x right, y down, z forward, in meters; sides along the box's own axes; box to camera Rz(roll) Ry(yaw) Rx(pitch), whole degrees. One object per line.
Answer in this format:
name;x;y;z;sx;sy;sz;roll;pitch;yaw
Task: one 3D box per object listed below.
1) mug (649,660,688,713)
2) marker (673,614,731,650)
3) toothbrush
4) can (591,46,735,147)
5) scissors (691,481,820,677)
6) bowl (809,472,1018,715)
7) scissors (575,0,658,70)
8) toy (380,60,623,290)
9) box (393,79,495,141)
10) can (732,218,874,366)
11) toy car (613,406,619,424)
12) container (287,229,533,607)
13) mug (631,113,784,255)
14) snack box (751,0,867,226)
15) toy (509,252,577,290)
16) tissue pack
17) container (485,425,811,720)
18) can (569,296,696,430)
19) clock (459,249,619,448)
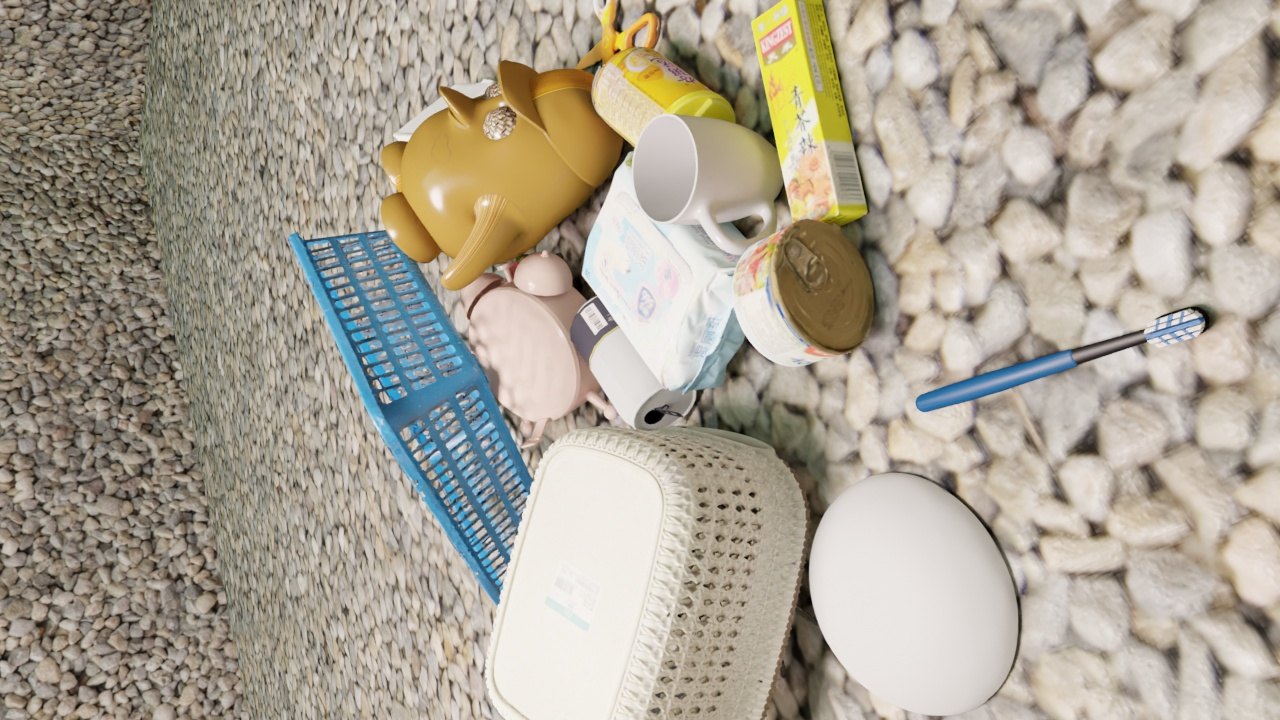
mug;-0.025;0.294;0.778;0.124;0.103;0.084;3;97;55
marker;0.049;0.215;0.721;0.126;0.025;0.025;-15;83;62
toothbrush;0.211;0.004;0.484;0.168;0.014;0.014;-27;84;52
can;0.016;-0.185;0.684;0.105;0.067;0.068;49;132;40
scissors;0.077;0.159;0.695;0.174;0.014;0.141;-2;91;56
bowl;0.151;0.146;0.562;0.150;0.043;0.149;11;104;53
scissors;-0.026;-0.277;0.776;0.126;0.011;0.127;-12;87;55
toy;-0.112;-0.171;0.773;0.204;0.162;0.198;-26;50;18
box;-0.173;-0.195;0.942;0.109;0.126;0.137;19;151;56
can;0.101;-0.041;0.569;0.043;0.086;0.086;-21;78;54
toy car;-0.013;0.090;0.788;0.062;0.033;0.092;38;124;38
container;-0.179;0.058;0.852;0.257;0.089;0.363;53;165;37
mug;0.058;-0.113;0.616;0.071;0.089;0.107;-53;53;44
snack box;0.108;-0.158;0.592;0.040;0.028;0.148;-19;79;53
toy;-0.101;-0.061;0.890;0.084;0.046;0.104;58;143;9
tissue pack;0.019;-0.070;0.694;0.182;0.069;0.112;53;135;37
container;0.000;0.160;0.632;0.185;0.142;0.246;11;86;42
can;-0.004;0.004;0.742;0.127;0.064;0.064;55;135;35
clock;-0.101;-0.010;0.831;0.131;0.086;0.160;-12;97;42
